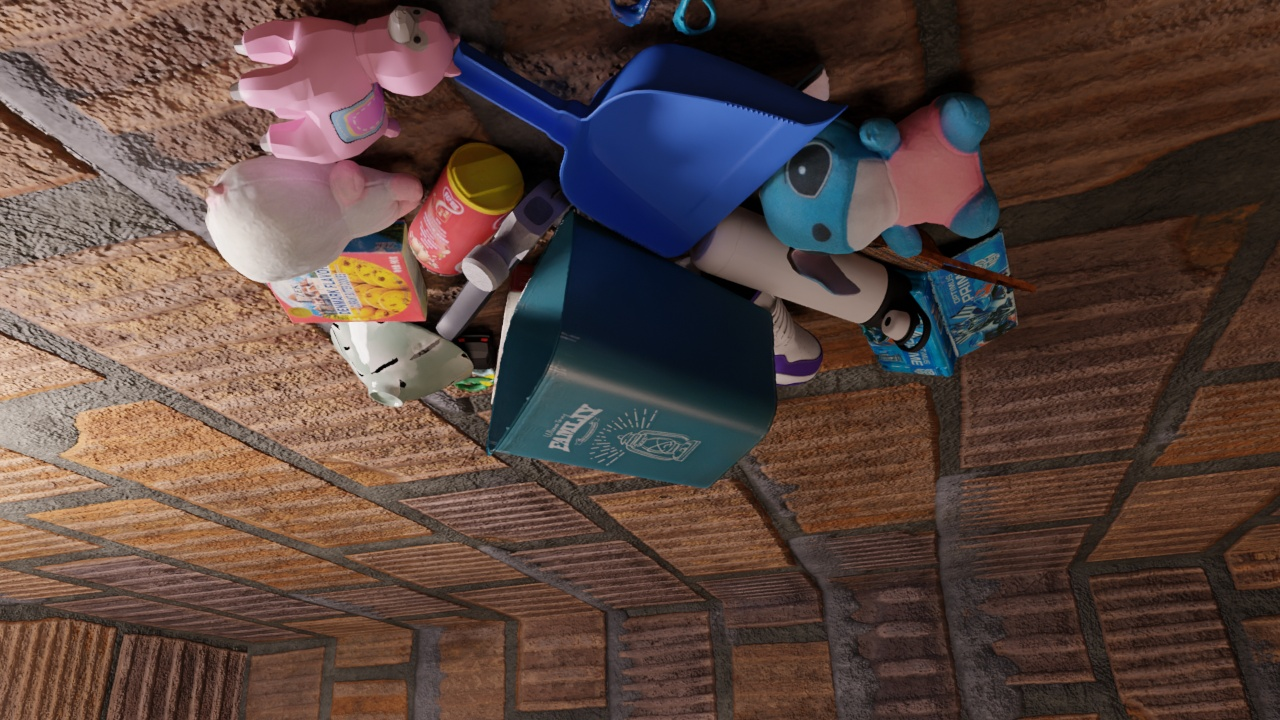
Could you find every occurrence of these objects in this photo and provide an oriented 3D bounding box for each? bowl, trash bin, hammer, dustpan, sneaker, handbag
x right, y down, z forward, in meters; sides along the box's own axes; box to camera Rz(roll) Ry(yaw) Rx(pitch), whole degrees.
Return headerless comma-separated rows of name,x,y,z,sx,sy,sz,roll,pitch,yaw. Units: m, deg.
bowl,-0.288,0.016,1.073,0.174,0.067,0.174,9,154,4
trash bin,-0.005,0.005,0.862,0.218,0.198,0.197,18,140,-18
hammer,-0.149,-0.078,0.885,0.035,0.139,0.313,42,152,-8
dustpan,-0.019,-0.182,0.706,0.257,0.059,0.246,29,155,-13
sneaker,0.121,-0.052,0.986,0.244,0.091,0.111,19,144,-29
handbag,0.276,-0.097,0.837,0.093,0.043,0.196,15,-171,-35

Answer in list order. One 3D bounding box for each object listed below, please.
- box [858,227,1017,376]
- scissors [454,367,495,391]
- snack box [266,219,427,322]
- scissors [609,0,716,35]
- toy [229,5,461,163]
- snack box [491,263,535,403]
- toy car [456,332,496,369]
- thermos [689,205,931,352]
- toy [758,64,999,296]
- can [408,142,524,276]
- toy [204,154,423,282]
box,0.337,-0.047,1.041,0.176,0.060,0.243,-13,153,21
scissors,-0.182,0.020,1.196,0.132,0.012,0.108,-2,155,2
snack box,-0.297,-0.087,0.922,0.145,0.040,0.143,-1,156,-3
scissors,0.021,-0.266,0.599,0.083,0.016,0.135,4,153,-9
toy,-0.206,-0.200,0.660,0.157,0.067,0.123,-6,156,-2
snack box,-0.125,-0.020,1.066,0.076,0.044,0.274,8,150,-9
toy car,-0.197,-0.007,1.106,0.042,0.036,0.092,-1,155,-3
thermos,0.164,-0.077,0.879,0.229,0.101,0.069,17,124,-19
toy,0.192,-0.157,0.757,0.191,0.098,0.224,-11,132,11
can,-0.156,-0.131,0.808,0.066,0.066,0.125,12,152,-27
toy,-0.275,-0.128,0.782,0.179,0.101,0.139,-16,170,-12
